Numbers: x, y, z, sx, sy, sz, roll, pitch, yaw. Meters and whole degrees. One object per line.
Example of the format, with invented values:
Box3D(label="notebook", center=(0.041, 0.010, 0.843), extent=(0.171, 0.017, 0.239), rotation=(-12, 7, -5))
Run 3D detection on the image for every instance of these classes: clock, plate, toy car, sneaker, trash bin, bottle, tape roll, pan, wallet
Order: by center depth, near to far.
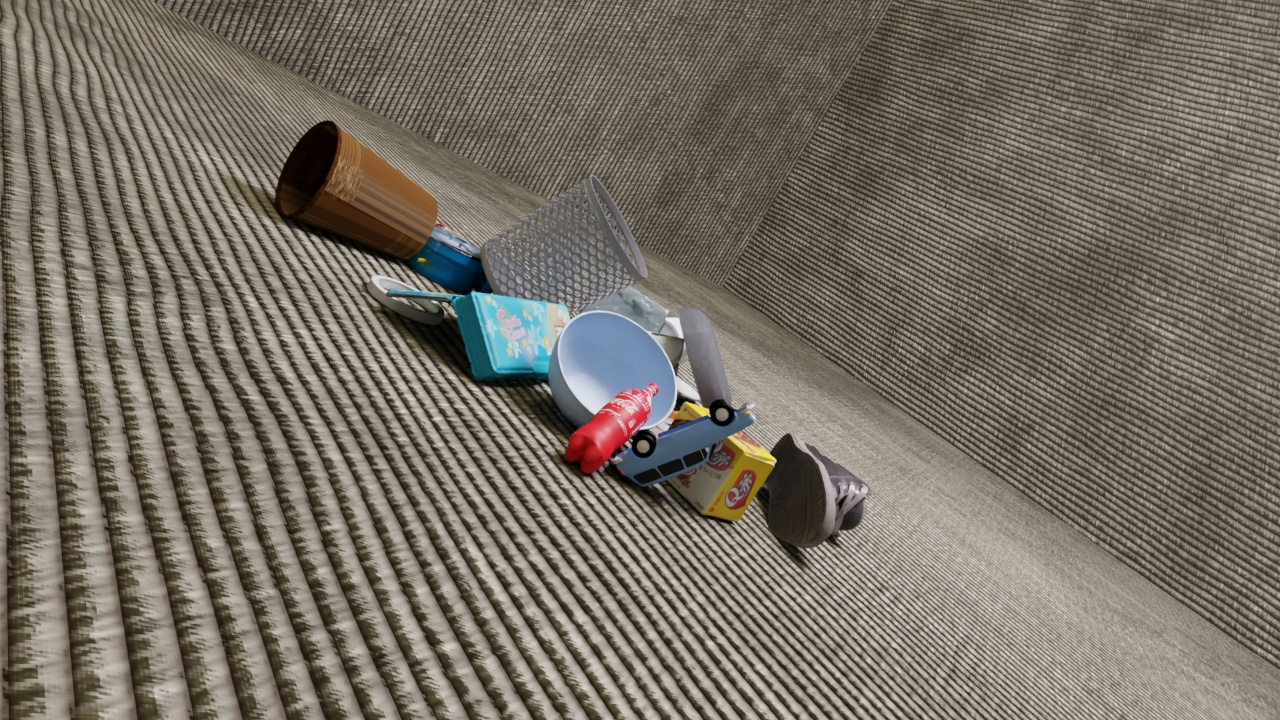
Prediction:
Box3D(label="bottle", center=(-0.023, 0.061, 0.915), extent=(0.042, 0.042, 0.141), rotation=(33, 42, 15))
Box3D(label="toy car", center=(0.048, 0.082, 0.924), extent=(0.056, 0.153, 0.055), rotation=(-25, 92, -86))
Box3D(label="tape roll", center=(-0.272, -0.070, 1.067), extent=(0.093, 0.013, 0.093), rotation=(29, 11, -6))
Box3D(label="sneaker", center=(0.216, 0.172, 1.083), extent=(0.120, 0.095, 0.234), rotation=(33, 7, -6))
Box3D(label="trash bin", center=(-0.108, -0.141, 1.266), extent=(0.156, 0.183, 0.156), rotation=(59, 11, -20))
Box3D(label="clock", center=(-0.259, -0.139, 1.302), extent=(0.161, 0.060, 0.117), rotation=(24, 11, -39))
Box3D(label="pan", center=(0.101, -0.014, 1.424), extent=(0.356, 0.041, 0.178), rotation=(-80, 154, -77))
Box3D(label="plate", center=(0.033, 0.031, 1.432), extent=(0.134, 0.011, 0.134), rotation=(29, 11, -6))
Box3D(label="wallet", center=(-0.029, -0.071, 1.498), extent=(0.131, 0.100, 0.054), rotation=(32, 7, 4))

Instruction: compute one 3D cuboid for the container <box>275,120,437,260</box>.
Box3D(label="container", center=(-0.361, -0.210, 1.192), extent=(0.167, 0.132, 0.132), rotation=(28, 9, -45))

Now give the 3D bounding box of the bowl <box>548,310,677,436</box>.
Box3D(label="bowl", center=(-0.042, 0.027, 1.012), extent=(0.150, 0.075, 0.150), rotation=(20, 49, -26))

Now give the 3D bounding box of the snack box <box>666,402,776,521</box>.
Box3D(label="snack box", center=(0.076, 0.109, 0.990), extent=(0.061, 0.084, 0.106), rotation=(21, 13, -45))

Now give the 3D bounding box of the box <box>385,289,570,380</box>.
Box3D(label="box", center=(-0.160, -0.047, 1.063), extent=(0.171, 0.084, 0.227), rotation=(41, 14, 16))

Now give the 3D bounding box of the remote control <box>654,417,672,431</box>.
Box3D(label="remote control", center=(0.078, 0.114, 1.146), extent=(0.151, 0.019, 0.074), rotation=(32, 11, 10))

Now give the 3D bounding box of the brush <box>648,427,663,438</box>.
Box3D(label="brush", center=(-0.019, 0.075, 1.090), extent=(0.135, 0.015, 0.049), rotation=(25, 9, 1))

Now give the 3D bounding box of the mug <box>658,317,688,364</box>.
Box3D(label="mug", center=(0.045, -0.033, 1.568), extent=(0.082, 0.083, 0.106), rotation=(34, 12, 16))

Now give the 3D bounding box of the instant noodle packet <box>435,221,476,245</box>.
Box3D(label="instant noodle packet", center=(-0.315, -0.186, 1.424), extent=(0.135, 0.040, 0.098), rotation=(29, 18, -14))

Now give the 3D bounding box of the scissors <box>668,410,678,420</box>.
Box3D(label="scissors", center=(0.073, 0.095, 1.224), extent=(0.128, 0.013, 0.065), rotation=(35, -15, -33))

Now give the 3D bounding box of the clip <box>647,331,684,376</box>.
Box3D(label="clip", center=(-0.003, -0.013, 1.297), extent=(0.126, 0.104, 0.151), rotation=(11, 9, 1))
